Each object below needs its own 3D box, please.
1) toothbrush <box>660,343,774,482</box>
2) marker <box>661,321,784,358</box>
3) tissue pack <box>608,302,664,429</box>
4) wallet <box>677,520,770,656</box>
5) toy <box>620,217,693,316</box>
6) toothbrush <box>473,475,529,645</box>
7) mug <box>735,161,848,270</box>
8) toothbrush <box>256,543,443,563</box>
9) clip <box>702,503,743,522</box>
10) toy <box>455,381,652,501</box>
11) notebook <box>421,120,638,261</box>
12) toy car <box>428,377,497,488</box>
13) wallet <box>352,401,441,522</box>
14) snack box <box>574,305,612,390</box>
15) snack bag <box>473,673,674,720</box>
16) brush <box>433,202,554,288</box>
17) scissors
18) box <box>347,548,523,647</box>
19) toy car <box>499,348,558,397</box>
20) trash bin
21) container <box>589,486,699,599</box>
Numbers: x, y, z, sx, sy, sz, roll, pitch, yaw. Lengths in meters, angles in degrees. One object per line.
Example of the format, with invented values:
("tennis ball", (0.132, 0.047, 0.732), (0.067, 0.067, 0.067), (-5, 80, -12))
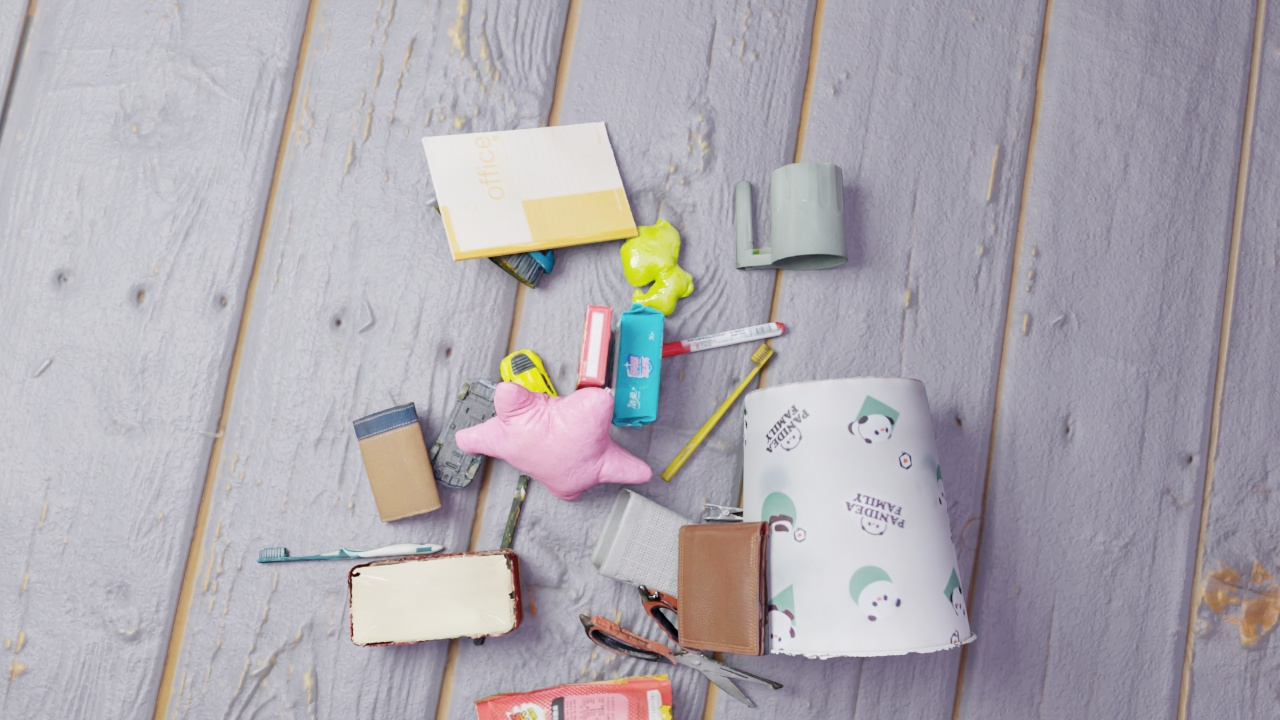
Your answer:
("toothbrush", (0.084, 0.057, 1.017), (0.016, 0.016, 0.190), (39, 83, 3))
("marker", (0.090, -0.023, 1.024), (0.145, 0.017, 0.017), (-11, 86, -7))
("tissue pack", (-0.006, 0.006, 0.973), (0.050, 0.093, 0.133), (5, 84, -4))
("wallet", (0.081, 0.216, 0.875), (0.032, 0.101, 0.124), (12, 74, -42))
("toy", (0.015, -0.103, 1.016), (0.100, 0.031, 0.096), (43, 85, -1))
("toothbrush", (-0.149, 0.213, 0.980), (0.012, 0.017, 0.185), (15, 84, 6))
("mug", (0.165, -0.156, 1.018), (0.124, 0.083, 0.103), (-2, 84, 19))
("toothbrush", (-0.305, 0.200, 0.967), (0.191, 0.016, 0.018), (-3, 75, -6))
("clip", (0.097, 0.168, 1.006), (0.058, 0.025, 0.036), (3, 76, 2))
("toy", (-0.073, 0.081, 0.922), (0.194, 0.179, 0.074), (30, 44, -21))
("notebook", (-0.116, -0.184, 0.981), (0.206, 0.010, 0.145), (-10, 74, -22))
("toy car", (-0.184, 0.077, 0.978), (0.054, 0.037, 0.120), (24, 80, -3))
("wallet", (-0.252, 0.106, 0.954), (0.090, 0.033, 0.115), (-18, 86, 32))
("snack box", (-0.049, -0.009, 0.940), (0.025, 0.153, 0.075), (7, 85, -5))
("snack bag", (-0.063, 0.397, 0.954), (0.208, 0.073, 0.128), (-10, 82, -1))
("brush", (-0.149, -0.145, 0.990), (0.144, 0.055, 0.073), (40, 84, -1))
("scissors", (0.041, 0.302, 0.961), (0.189, 0.015, 0.226), (-8, 126, 24))
("box", (-0.207, 0.242, 0.930), (0.168, 0.078, 0.091), (-6, 81, 1))
("toy car", (-0.115, 0.038, 0.991), (0.048, 0.032, 0.105), (-25, 90, -8))
("trash bin", (0.205, 0.153, 0.925), (0.229, 0.230, 0.251), (-2, 80, -6))
("container", (0.019, 0.198, 0.964), (0.114, 0.090, 0.090), (24, 84, -6))
